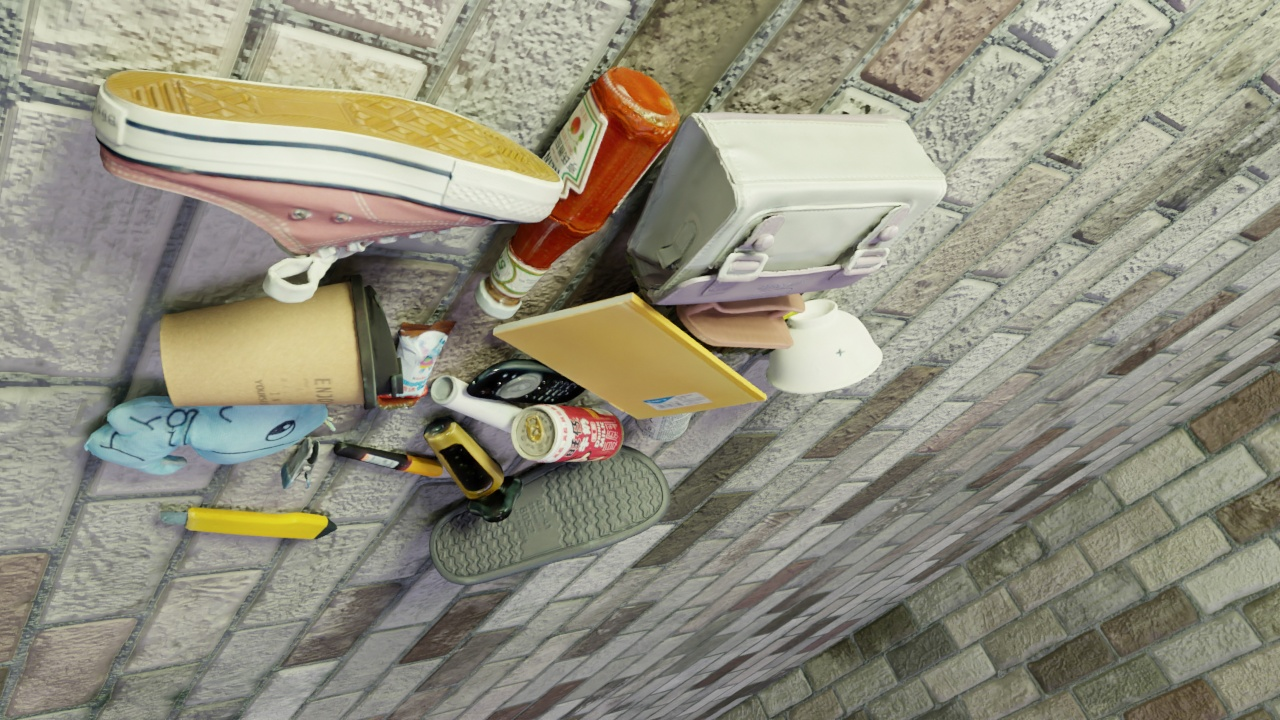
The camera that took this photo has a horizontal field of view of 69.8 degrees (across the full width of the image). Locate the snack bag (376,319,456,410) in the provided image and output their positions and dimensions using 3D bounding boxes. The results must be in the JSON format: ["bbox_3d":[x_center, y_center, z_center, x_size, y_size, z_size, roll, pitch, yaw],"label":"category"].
[{"bbox_3d":[-0.180,0.002,0.730,0.045,0.026,0.106,-2,142,-31],"label":"snack bag"}]

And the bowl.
[{"bbox_3d":[0.178,-0.023,0.923,0.118,0.118,0.065,-21,112,-9],"label":"bowl"}]

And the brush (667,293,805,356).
[{"bbox_3d":[0.085,-0.041,0.818,0.145,0.063,0.073,1,153,-48],"label":"brush"}]

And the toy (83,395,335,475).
[{"bbox_3d":[-0.309,0.047,0.680,0.156,0.049,0.162,10,142,-45],"label":"toy"}]

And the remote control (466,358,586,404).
[{"bbox_3d":[-0.100,0.018,0.821,0.053,0.024,0.136,-36,155,27],"label":"remote control"}]

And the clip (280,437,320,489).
[{"bbox_3d":[-0.290,0.087,0.790,0.044,0.027,0.058,12,135,-38],"label":"clip"}]

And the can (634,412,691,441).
[{"bbox_3d":[0.030,0.021,0.898,0.058,0.058,0.147,-16,151,-17],"label":"can"}]

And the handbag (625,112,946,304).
[{"bbox_3d":[0.105,-0.104,0.682,0.196,0.098,0.145,-7,153,-30],"label":"handbag"}]

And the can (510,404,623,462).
[{"bbox_3d":[-0.068,0.071,0.883,0.053,0.053,0.132,-36,162,18],"label":"can"}]

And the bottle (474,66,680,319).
[{"bbox_3d":[-0.053,-0.104,0.623,0.059,0.059,0.207,3,141,-42],"label":"bottle"}]

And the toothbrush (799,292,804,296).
[{"bbox_3d":[0.157,-0.073,0.889,0.015,0.018,0.182,-1,146,-36],"label":"toothbrush"}]

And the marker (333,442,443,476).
[{"bbox_3d":[-0.233,0.092,0.855,0.018,0.015,0.123,-39,147,20],"label":"marker"}]

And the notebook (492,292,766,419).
[{"bbox_3d":[-0.005,0.005,0.785,0.146,0.010,0.206,-11,150,35],"label":"notebook"}]

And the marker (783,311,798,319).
[{"bbox_3d":[0.100,-0.031,0.900,0.124,0.015,0.018,-23,149,12],"label":"marker"}]

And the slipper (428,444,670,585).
[{"bbox_3d":[-0.099,0.171,1.020,0.268,0.110,0.083,-20,168,-1],"label":"slipper"}]

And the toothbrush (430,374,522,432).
[{"bbox_3d":[-0.120,0.056,0.871,0.027,0.026,0.221,-40,150,10],"label":"toothbrush"}]

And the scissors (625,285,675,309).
[{"bbox_3d":[0.066,-0.117,0.741,0.189,0.015,0.225,-22,153,-6],"label":"scissors"}]

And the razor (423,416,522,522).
[{"bbox_3d":[-0.163,0.105,0.887,0.062,0.067,0.167,-25,146,-3],"label":"razor"}]

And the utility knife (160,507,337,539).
[{"bbox_3d":[-0.358,0.148,0.846,0.033,0.015,0.177,-43,146,19],"label":"utility knife"}]

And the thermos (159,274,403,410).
[{"bbox_3d":[-0.236,-0.007,0.612,0.143,0.093,0.093,-7,148,-18],"label":"thermos"}]

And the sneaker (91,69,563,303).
[{"bbox_3d":[-0.162,-0.093,0.504,0.240,0.118,0.088,1,125,-31],"label":"sneaker"}]
